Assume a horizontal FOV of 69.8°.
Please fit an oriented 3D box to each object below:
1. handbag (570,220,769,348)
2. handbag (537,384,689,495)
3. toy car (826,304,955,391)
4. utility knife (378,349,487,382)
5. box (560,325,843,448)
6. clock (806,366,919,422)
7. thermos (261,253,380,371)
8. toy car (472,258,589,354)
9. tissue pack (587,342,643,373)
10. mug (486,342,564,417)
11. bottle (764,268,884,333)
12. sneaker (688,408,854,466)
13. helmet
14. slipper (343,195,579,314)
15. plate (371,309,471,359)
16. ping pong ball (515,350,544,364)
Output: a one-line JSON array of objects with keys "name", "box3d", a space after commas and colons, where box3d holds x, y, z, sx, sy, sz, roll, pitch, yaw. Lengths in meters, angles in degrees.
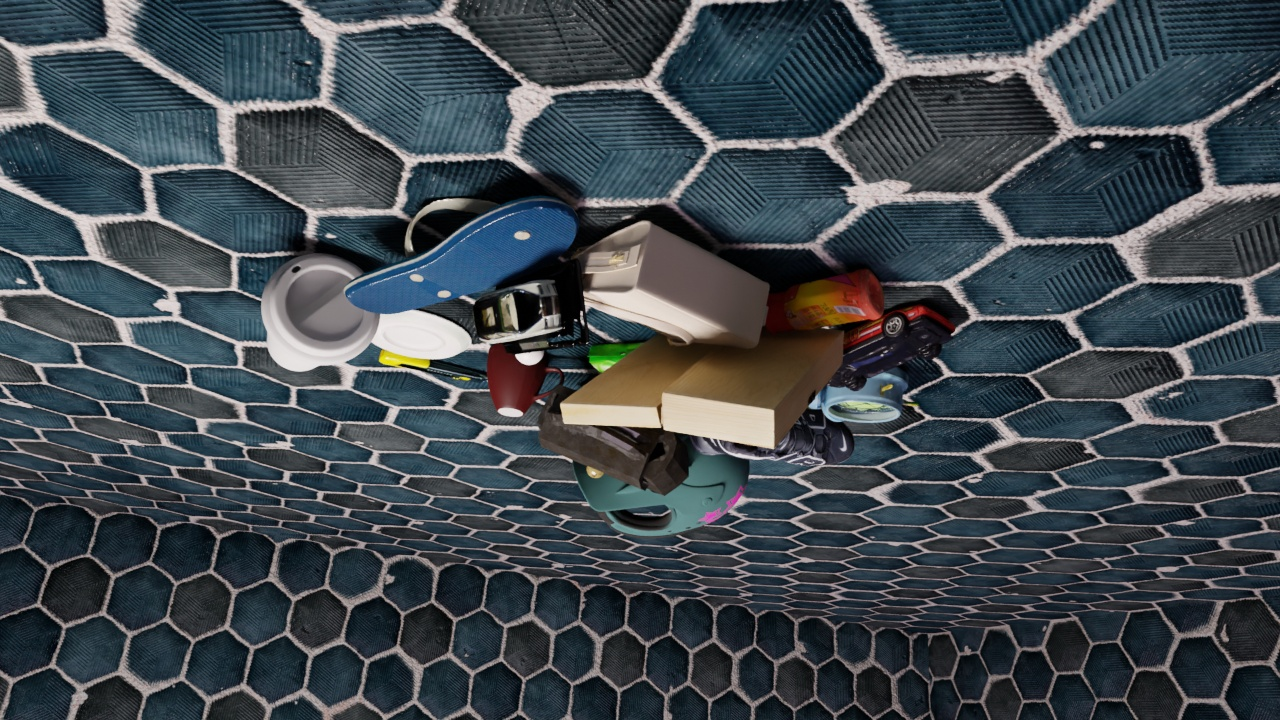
[{"name": "handbag", "box3d": [0.010, -0.071, 1.020, 0.194, 0.101, 0.198, 22, 164, -35]}, {"name": "handbag", "box3d": [-0.044, 0.111, 1.247, 0.197, 0.102, 0.199, 21, 167, 18]}, {"name": "toy car", "box3d": [0.284, -0.015, 1.118, 0.081, 0.056, 0.190, 22, 146, -37]}, {"name": "utility knife", "box3d": [-0.301, 0.012, 1.365, 0.172, 0.020, 0.029, 13, 158, -21]}, {"name": "box", "box3d": [0.077, 0.019, 1.044, 0.254, 0.068, 0.246, -2, -162, 29]}, {"name": "clock", "box3d": [0.289, 0.045, 1.257, 0.162, 0.060, 0.118, -9, 155, 40]}, {"name": "thermos", "box3d": [-0.406, -0.045, 1.133, 0.131, 0.131, 0.222, 16, 163, -24]}, {"name": "toy car", "box3d": [-0.134, -0.051, 1.011, 0.071, 0.094, 0.192, -11, -176, -34]}, {"name": "tissue pack", "box3d": [-0.008, 0.007, 1.269, 0.100, 0.034, 0.114, -3, 154, 23]}, {"name": "mug", "box3d": [-0.163, 0.032, 1.289, 0.114, 0.088, 0.087, 2, 157, 8]}, {"name": "bottle", "box3d": [0.201, -0.063, 1.031, 0.134, 0.048, 0.071, -11, 152, 33]}, {"name": "sneaker", "box3d": [0.204, 0.104, 1.297, 0.252, 0.097, 0.151, 6, -179, -12]}, {"name": "helmet", "box3d": [0.036, 0.173, 1.425, 0.274, 0.176, 0.201, -15, 147, -10]}, {"name": "slipper", "box3d": [-0.190, -0.119, 0.975, 0.296, 0.060, 0.118, -18, 152, 25]}, {"name": "plate", "box3d": [-0.312, -0.034, 1.262, 0.157, 0.014, 0.157, 5, 158, 2]}, {"name": "ping pong ball", "box3d": [-0.150, -0.014, 1.238, 0.040, 0.040, 0.040, 5, 157, 2]}]
